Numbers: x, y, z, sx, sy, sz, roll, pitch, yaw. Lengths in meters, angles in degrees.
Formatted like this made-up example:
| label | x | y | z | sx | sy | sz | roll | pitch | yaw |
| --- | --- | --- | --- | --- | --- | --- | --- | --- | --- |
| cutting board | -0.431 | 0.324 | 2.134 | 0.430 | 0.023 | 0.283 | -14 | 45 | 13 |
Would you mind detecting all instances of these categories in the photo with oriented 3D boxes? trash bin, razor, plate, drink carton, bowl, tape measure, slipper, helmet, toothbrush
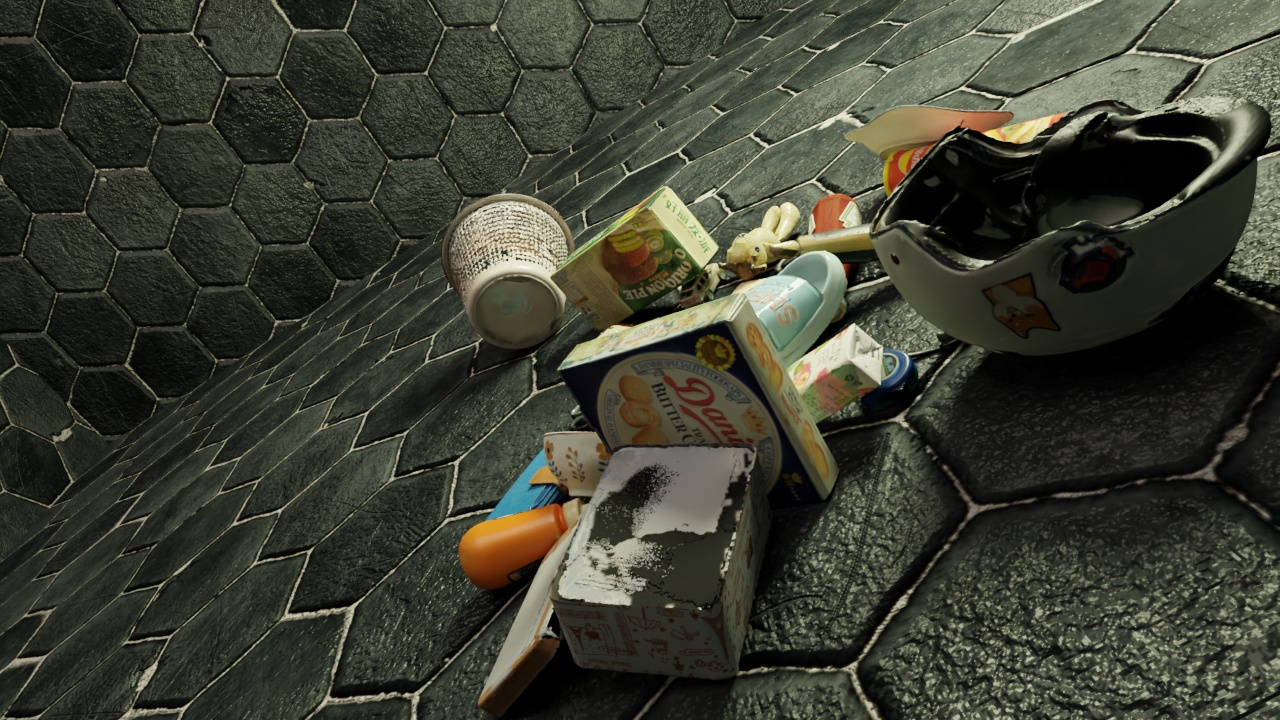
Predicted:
| label | x | y | z | sx | sy | sz | roll | pitch | yaw |
| --- | --- | --- | --- | --- | --- | --- | --- | --- | --- |
| trash bin | -0.208 | -0.129 | 1.490 | 0.228 | 0.227 | 0.192 | -31 | 35 | 9 |
| razor | 0.251 | -0.130 | 0.968 | 0.168 | 0.068 | 0.062 | -5 | 27 | 15 |
| plate | 0.344 | -0.268 | 1.108 | 0.164 | 0.034 | 0.164 | 1 | -2 | -13 |
| drink carton | 0.158 | 0.024 | 0.818 | 0.123 | 0.045 | 0.053 | -40 | 21 | 41 |
| bowl | -0.041 | 0.106 | 0.916 | 0.114 | 0.113 | 0.062 | -10 | 74 | 46 |
| tape measure | 0.218 | 0.017 | 0.812 | 0.055 | 0.025 | 0.058 | -24 | 34 | 23 |
| slipper | 0.111 | -0.021 | 0.937 | 0.245 | 0.074 | 0.104 | -52 | 26 | -11 |
| helmet | 0.325 | -0.089 | 0.709 | 0.275 | 0.157 | 0.229 | -5 | 32 | 33 |
| toothbrush | 0.217 | 0.004 | 0.854 | 0.190 | 0.016 | 0.014 | -23 | 17 | 27 |

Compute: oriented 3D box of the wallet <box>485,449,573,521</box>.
| label | x | y | z | sx | sy | sz | roll | pitch | yaw |
| --- | --- | --- | --- | --- | --- | --- | --- | --- | --- |
| wallet | -0.108 | 0.139 | 1.003 | 0.107 | 0.040 | 0.132 | -17 | 28 | 46 |

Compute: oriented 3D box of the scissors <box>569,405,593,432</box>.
| label | x | y | z | sx | sy | sz | roll | pitch | yaw |
| --- | --- | --- | --- | --- | --- | --- | --- | --- | --- |
| scissors | -0.011 | 0.034 | 1.113 | 0.174 | 0.014 | 0.136 | -42 | 25 | -19 |

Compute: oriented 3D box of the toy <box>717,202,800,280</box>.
| label | x | y | z | sx | sy | sz | roll | pitch | yaw |
| --- | --- | --- | --- | --- | --- | --- | --- | --- | --- |
| toy | 0.161 | -0.158 | 1.196 | 0.105 | 0.066 | 0.156 | 5 | 36 | 33 |

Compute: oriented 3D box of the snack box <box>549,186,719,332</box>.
| label | x | y | z | sx | sy | sz | roll | pitch | yaw |
| --- | --- | --- | --- | --- | --- | --- | --- | --- | --- |
| snack box | -0.013 | -0.133 | 1.266 | 0.241 | 0.114 | 0.063 | -29 | 18 | 47 |

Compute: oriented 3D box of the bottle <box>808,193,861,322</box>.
| label | x | y | z | sx | sy | sz | roll | pitch | yaw |
| --- | --- | --- | --- | --- | --- | --- | --- | --- | --- |
| bottle | 0.219 | -0.117 | 1.044 | 0.060 | 0.060 | 0.205 | -21 | 32 | 29 |

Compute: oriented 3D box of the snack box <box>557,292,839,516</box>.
| label | x | y | z | sx | sy | sz | roll | pitch | yaw |
| --- | --- | --- | --- | --- | --- | --- | --- | --- | --- |
| snack box | 0.047 | 0.049 | 0.779 | 0.183 | 0.178 | 0.045 | -17 | 24 | 37 |

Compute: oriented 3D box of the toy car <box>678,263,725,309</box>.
| label | x | y | z | sx | sy | sz | roll | pitch | yaw |
| --- | --- | --- | --- | --- | --- | --- | --- | --- | --- |
| toy car | 0.082 | -0.103 | 1.235 | 0.042 | 0.035 | 0.090 | -15 | 26 | 36 |

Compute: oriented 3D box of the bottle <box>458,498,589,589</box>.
| label | x | y | z | sx | sy | sz | roll | pitch | yaw |
| --- | --- | --- | --- | --- | --- | --- | --- | --- | --- |
| bottle | -0.101 | 0.172 | 0.898 | 0.149 | 0.067 | 0.066 | -23 | 24 | 8 |

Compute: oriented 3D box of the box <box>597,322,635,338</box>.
| label | x | y | z | sx | sy | sz | roll | pitch | yaw |
| --- | --- | --- | --- | --- | --- | --- | --- | --- | --- |
| box | -0.006 | 0.006 | 1.054 | 0.091 | 0.079 | 0.168 | -42 | 28 | -23 |

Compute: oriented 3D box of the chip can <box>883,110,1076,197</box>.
| label | x | y | z | sx | sy | sz | roll | pitch | yaw |
| --- | --- | --- | --- | --- | --- | --- | --- | --- | --- |
| chip can | 0.374 | -0.215 | 1.008 | 0.073 | 0.073 | 0.217 | -46 | 25 | -27 |

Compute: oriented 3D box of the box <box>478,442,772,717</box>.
| label | x | y | z | sx | sy | sz | roll | pitch | yaw |
| --- | --- | --- | --- | --- | --- | --- | --- | --- | --- |
| box | -0.024 | 0.170 | 0.734 | 0.274 | 0.126 | 0.178 | -26 | 23 | 32 |

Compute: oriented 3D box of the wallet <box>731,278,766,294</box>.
| label | x | y | z | sx | sy | sz | roll | pitch | yaw |
| --- | --- | --- | --- | --- | --- | --- | --- | --- | --- |
| wallet | 0.143 | -0.072 | 1.102 | 0.115 | 0.024 | 0.087 | -2 | 40 | 51 |
